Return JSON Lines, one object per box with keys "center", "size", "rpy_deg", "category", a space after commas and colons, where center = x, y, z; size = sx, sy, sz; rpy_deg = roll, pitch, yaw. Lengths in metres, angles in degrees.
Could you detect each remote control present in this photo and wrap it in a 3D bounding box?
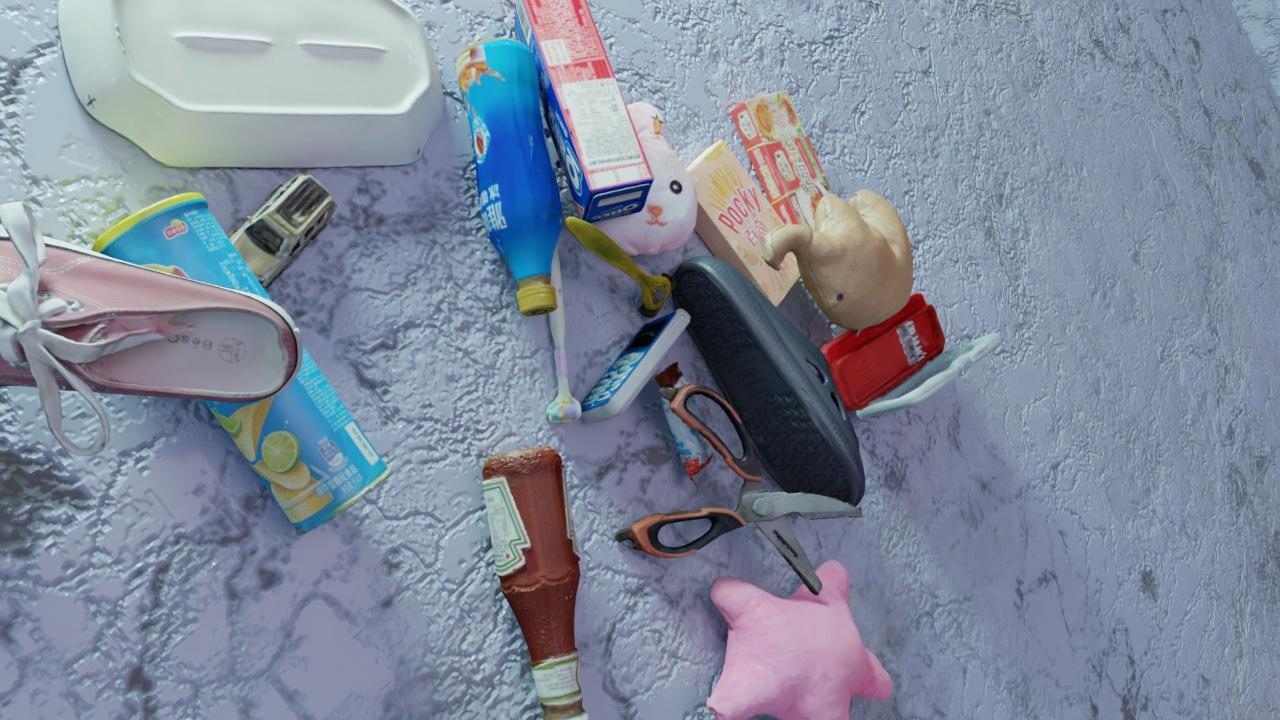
{"center": [-0.005, 0.004, 0.767], "size": [0.024, 0.049, 0.124], "rpy_deg": [50, 53, -17], "category": "remote control"}

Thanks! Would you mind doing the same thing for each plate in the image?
{"center": [-0.257, -0.218, 0.652], "size": [0.265, 0.034, 0.162], "rpy_deg": [-10, 82, -39], "category": "plate"}

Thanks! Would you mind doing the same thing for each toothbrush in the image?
{"center": [-0.069, -0.043, 0.752], "size": [0.020, 0.029, 0.189], "rpy_deg": [48, 35, -72], "category": "toothbrush"}

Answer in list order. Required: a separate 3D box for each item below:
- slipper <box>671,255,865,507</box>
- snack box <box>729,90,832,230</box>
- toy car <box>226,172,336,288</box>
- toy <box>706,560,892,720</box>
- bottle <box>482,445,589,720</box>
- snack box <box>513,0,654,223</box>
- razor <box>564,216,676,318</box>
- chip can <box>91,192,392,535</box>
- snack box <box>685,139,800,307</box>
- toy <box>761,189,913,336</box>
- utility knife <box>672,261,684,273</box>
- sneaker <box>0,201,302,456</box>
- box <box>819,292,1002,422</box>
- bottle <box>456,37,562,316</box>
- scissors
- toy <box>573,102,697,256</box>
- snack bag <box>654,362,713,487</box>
{"center": [0.131, 0.012, 0.823], "size": [0.083, 0.111, 0.268], "rpy_deg": [-34, 93, -30], "category": "slipper"}
{"center": [0.155, -0.206, 0.969], "size": [0.075, 0.026, 0.153], "rpy_deg": [-26, 93, -40], "category": "snack box"}
{"center": [-0.246, -0.088, 0.621], "size": [0.042, 0.035, 0.090], "rpy_deg": [42, 57, -18], "category": "toy car"}
{"center": [0.131, 0.262, 0.771], "size": [0.194, 0.075, 0.178], "rpy_deg": [-1, 65, -34], "category": "toy"}
{"center": [-0.070, 0.166, 0.662], "size": [0.059, 0.060, 0.206], "rpy_deg": [-4, 79, -38], "category": "bottle"}
{"center": [-0.051, -0.216, 0.763], "size": [0.058, 0.057, 0.207], "rpy_deg": [-14, 72, -17], "category": "snack box"}
{"center": [-0.017, -0.081, 0.766], "size": [0.043, 0.028, 0.132], "rpy_deg": [-55, 134, -2], "category": "razor"}
{"center": [-0.243, 0.004, 0.570], "size": [0.071, 0.071, 0.210], "rpy_deg": [-39, 101, -38], "category": "chip can"}
{"center": [0.099, -0.131, 0.903], "size": [0.157, 0.026, 0.084], "rpy_deg": [51, 52, -14], "category": "snack box"}
{"center": [0.205, -0.096, 0.915], "size": [0.225, 0.083, 0.143], "rpy_deg": [-18, 86, -50], "category": "toy"}
{"center": [0.102, -0.041, 0.877], "size": [0.178, 0.019, 0.030], "rpy_deg": [34, 59, -13], "category": "utility knife"}
{"center": [-0.304, -0.019, 0.475], "size": [0.241, 0.088, 0.118], "rpy_deg": [10, 92, -12], "category": "sneaker"}
{"center": [0.284, -0.013, 0.962], "size": [0.200, 0.100, 0.094], "rpy_deg": [-27, 93, -40], "category": "box"}
{"center": [-0.099, -0.144, 0.729], "size": [0.065, 0.065, 0.218], "rpy_deg": [-4, 78, -38], "category": "bottle"}
{"center": [0.084, 0.111, 0.767], "size": [0.224, 0.015, 0.189], "rpy_deg": [-4, 91, -15], "category": "scissors"}
{"center": [-0.009, -0.167, 0.816], "size": [0.121, 0.054, 0.159], "rpy_deg": [-3, 71, -29], "category": "toy"}
{"center": [0.039, 0.054, 0.784], "size": [0.045, 0.026, 0.105], "rpy_deg": [-36, 111, -54], "category": "snack bag"}
